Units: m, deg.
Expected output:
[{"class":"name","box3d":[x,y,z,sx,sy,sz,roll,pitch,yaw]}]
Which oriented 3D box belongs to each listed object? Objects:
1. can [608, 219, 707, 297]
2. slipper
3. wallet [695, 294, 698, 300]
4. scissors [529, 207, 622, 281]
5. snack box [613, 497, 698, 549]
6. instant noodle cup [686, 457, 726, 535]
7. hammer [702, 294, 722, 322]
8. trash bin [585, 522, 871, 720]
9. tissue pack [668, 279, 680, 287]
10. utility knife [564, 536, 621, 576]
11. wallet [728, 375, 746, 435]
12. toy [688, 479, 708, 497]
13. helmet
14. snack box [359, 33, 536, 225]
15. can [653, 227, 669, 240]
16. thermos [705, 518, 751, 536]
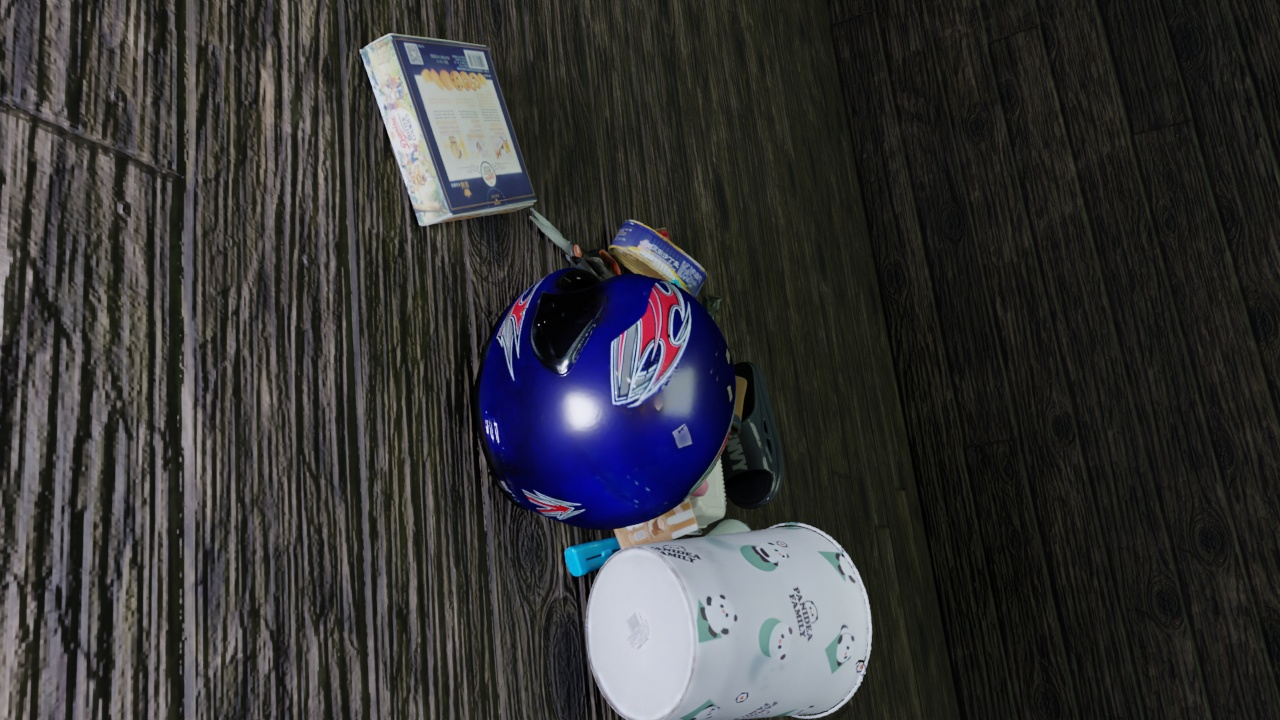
[{"class":"can","box3d":[0.026,-0.138,1.293,0.148,0.075,0.049,34,78,-22]},{"class":"slipper","box3d":[0.154,0.110,1.472,0.083,0.111,0.267,30,45,-39]},{"class":"wallet","box3d":[0.060,-0.097,1.459,0.122,0.020,0.096,-41,116,-60]},{"class":"scissors","box3d":[-0.076,-0.120,1.178,0.234,0.022,0.143,3,76,-65]},{"class":"snack box","box3d":[0.004,0.161,1.086,0.077,0.094,0.093,-125,-164,-67]},{"class":"instant noodle cup","box3d":[0.074,0.159,1.313,0.138,0.060,0.173,23,57,-60]},{"class":"hammer","box3d":[0.085,-0.003,1.321,0.322,0.032,0.126,-65,166,-73]},{"class":"trash bin","box3d":[0.092,0.300,1.035,0.251,0.230,0.229,7,70,-39]},{"class":"tissue pack","box3d":[0.035,-0.057,1.271,0.133,0.050,0.093,172,-102,-75]},{"class":"utility knife","box3d":[-0.036,0.227,1.098,0.194,0.018,0.034,6,72,-65]},{"class":"wallet","box3d":[0.118,0.062,1.433,0.115,0.090,0.033,-74,176,-47]},{"class":"toy","box3d":[0.018,0.140,1.183,0.178,0.075,0.194,-19,96,-45]},{"class":"helmet","box3d":[-0.020,0.022,0.969,0.247,0.241,0.314,56,31,-38]},{"class":"snack box","box3d":[-0.194,-0.240,0.962,0.177,0.046,0.182,-32,107,-64]},{"class":"can","box3d":[0.029,-0.127,1.365,0.053,0.053,0.133,-21,97,-65]},{"class":"thermos","box3d":[0.088,0.287,1.254,0.223,0.073,0.073,-22,98,-60]}]
